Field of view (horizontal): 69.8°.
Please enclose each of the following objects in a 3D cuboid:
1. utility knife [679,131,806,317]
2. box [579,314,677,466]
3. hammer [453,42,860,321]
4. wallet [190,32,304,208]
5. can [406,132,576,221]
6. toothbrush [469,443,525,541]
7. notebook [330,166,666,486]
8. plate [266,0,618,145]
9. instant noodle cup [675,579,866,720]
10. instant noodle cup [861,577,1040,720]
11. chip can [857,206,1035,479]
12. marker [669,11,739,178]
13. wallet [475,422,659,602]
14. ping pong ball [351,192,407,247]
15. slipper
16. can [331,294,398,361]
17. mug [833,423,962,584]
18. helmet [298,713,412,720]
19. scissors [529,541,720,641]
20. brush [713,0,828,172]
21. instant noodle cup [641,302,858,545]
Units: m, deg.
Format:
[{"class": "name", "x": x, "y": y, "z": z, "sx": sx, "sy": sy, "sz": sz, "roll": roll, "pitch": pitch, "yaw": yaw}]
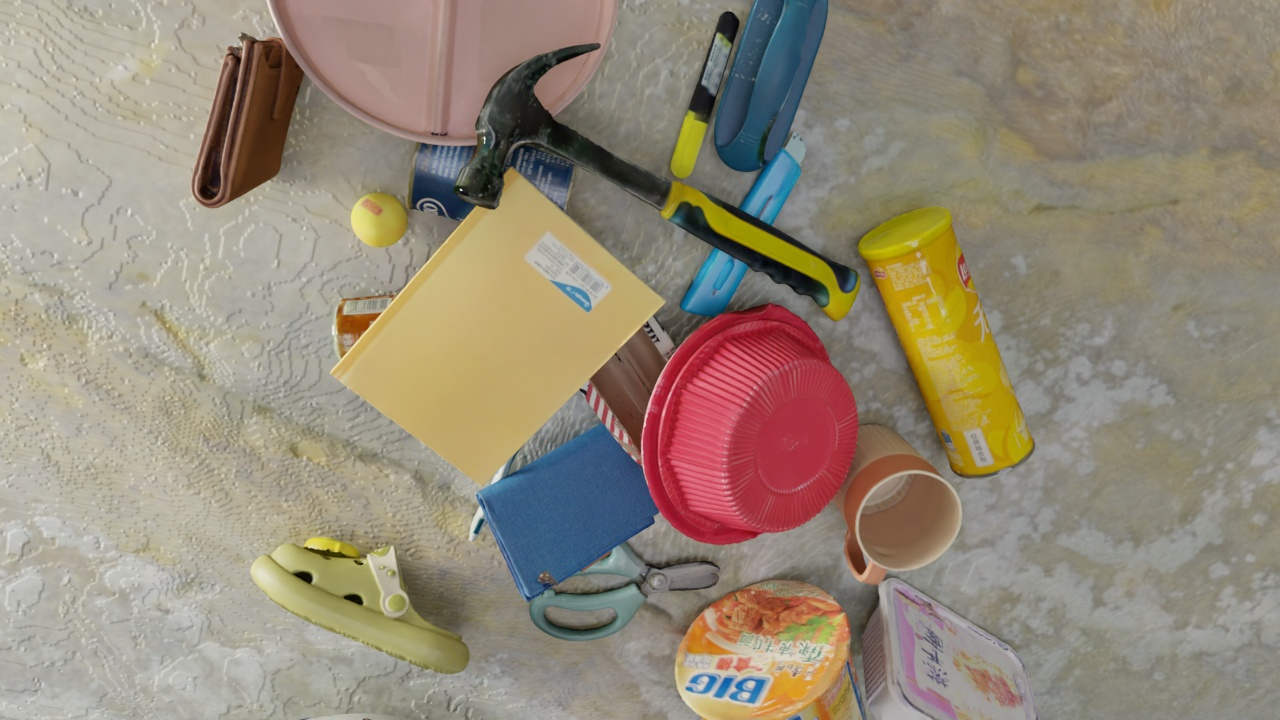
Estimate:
[{"class": "utility knife", "x": 0.083, "y": -0.102, "z": 0.710, "sx": 0.034, "sy": 0.018, "sz": 0.160, "roll": 28, "pitch": 102, "yaw": -11}, {"class": "box", "x": 0.000, "y": 0.001, "z": 0.709, "sx": 0.088, "sy": 0.076, "sz": 0.163, "roll": -27, "pitch": 107, "yaw": 27}, {"class": "hammer", "x": 0.036, "y": -0.109, "z": 0.646, "sx": 0.323, "sy": 0.032, "sz": 0.126, "roll": 22, "pitch": 87, "yaw": -29}, {"class": "wallet", "x": -0.255, "y": -0.161, "z": 0.607, "sx": 0.031, "sy": 0.131, "sz": 0.108, "roll": 18, "pitch": 104, "yaw": -14}, {"class": "can", "x": -0.103, "y": -0.131, "z": 0.656, "sx": 0.111, "sy": 0.075, "sz": 0.075, "roll": 13, "pitch": 106, "yaw": -9}, {"class": "toothbrush", "x": -0.099, "y": 0.070, "z": 0.753, "sx": 0.018, "sy": 0.016, "sz": 0.192, "roll": 21, "pitch": 105, "yaw": -21}, {"class": "notebook", "x": -0.104, "y": -0.016, "z": 0.661, "sx": 0.146, "sy": 0.010, "sz": 0.207, "roll": 40, "pitch": 107, "yaw": -18}, {"class": "plate", "x": -0.128, "y": -0.254, "z": 0.607, "sx": 0.229, "sy": 0.028, "sz": 0.229, "roll": 0, "pitch": 88, "yaw": -13}, {"class": "instant noodle cup", "x": 0.118, "y": 0.278, "z": 0.773, "sx": 0.151, "sy": 0.151, "sz": 0.111, "roll": -23, "pitch": 116, "yaw": 3}, {"class": "instant noodle cup", "x": 0.263, "y": 0.286, "z": 0.796, "sx": 0.173, "sy": 0.137, "sz": 0.060, "roll": 31, "pitch": 124, "yaw": -12}, {"class": "chip can", "x": 0.243, "y": -0.011, "z": 0.721, "sx": 0.072, "sy": 0.072, "sz": 0.213, "roll": -26, "pitch": 107, "yaw": 4}, {"class": "marker", "x": 0.047, "y": -0.196, "z": 0.680, "sx": 0.018, "sy": 0.015, "sz": 0.124, "roll": 16, "pitch": 103, "yaw": -10}, {"class": "wallet", "x": -0.055, "y": 0.120, "z": 0.740, "sx": 0.132, "sy": 0.040, "sz": 0.106, "roll": -28, "pitch": 109, "yaw": -22}, {"class": "ping pong ball", "x": -0.192, "y": -0.104, "z": 0.677, "sx": 0.040, "sy": 0.040, "sz": 0.040, "roll": -1, "pitch": 108, "yaw": -4}, {"class": "slipper", "x": -0.221, "y": 0.194, "z": 0.758, "sx": 0.190, "sy": 0.092, "sz": 0.081, "roll": 26, "pitch": 64, "yaw": -2}, {"class": "can", "x": -0.153, "y": -0.024, "z": 0.696, "sx": 0.147, "sy": 0.058, "sz": 0.058, "roll": -5, "pitch": 108, "yaw": -3}, {"class": "mug", "x": 0.194, "y": 0.120, "z": 0.742, "sx": 0.081, "sy": 0.105, "sz": 0.115, "roll": 12, "pitch": 106, "yaw": -8}, {"class": "helmet", "x": -0.236, "y": 0.390, "z": 0.773, "sx": 0.274, "sy": 0.156, "sz": 0.230, "roll": 8, "pitch": 110, "yaw": 4}, {"class": "scissors", "x": -0.018, "y": 0.173, "z": 0.791, "sx": 0.185, "sy": 0.019, "sz": 0.130, "roll": -22, "pitch": 107, "yaw": 2}, {"class": "brush", "x": 0.092, "y": -0.203, "z": 0.649, "sx": 0.055, "sy": 0.073, "sz": 0.144, "roll": 18, "pitch": 106, "yaw": -5}, {"class": "instant noodle cup", "x": 0.097, "y": 0.057, "z": 0.694, "sx": 0.193, "sy": 0.066, "sz": 0.194, "roll": -8, "pitch": 105, "yaw": -31}]
